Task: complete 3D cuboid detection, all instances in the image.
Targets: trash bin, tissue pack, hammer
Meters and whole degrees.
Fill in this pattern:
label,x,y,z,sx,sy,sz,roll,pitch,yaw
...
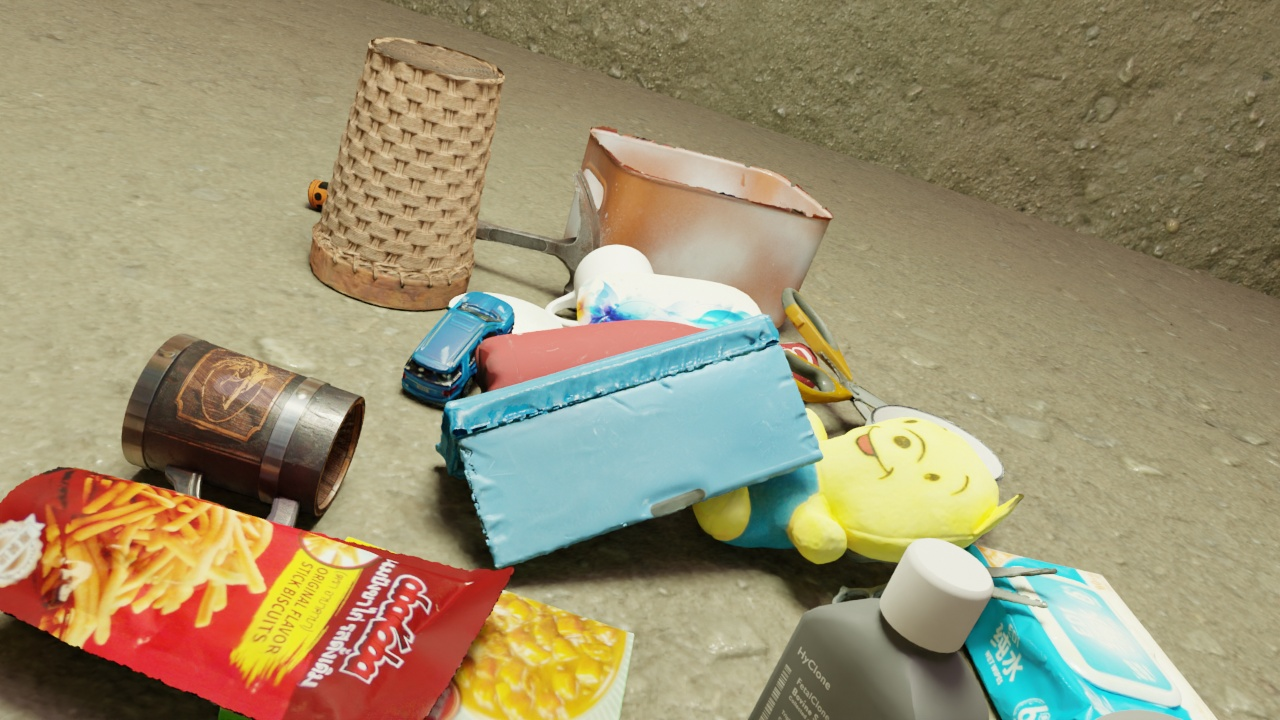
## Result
label,x,y,z,sx,sy,sz,roll,pitch,yaw
trash bin,-0.210,-0.171,0.835,0.151,0.210,0.151,15,25,-7
tissue pack,0.275,0.193,0.591,0.117,0.066,0.209,15,22,-9
trash bin,0.054,-0.145,1.041,0.259,0.158,0.181,9,25,-24
hammer,-0.193,-0.152,0.943,0.314,0.138,0.034,13,25,8

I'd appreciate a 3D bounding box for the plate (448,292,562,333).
label,x,y,z,sx,sy,sz,roll,pitch,yaw
plate,-0.121,-0.027,0.817,0.104,0.026,0.104,15,24,-7

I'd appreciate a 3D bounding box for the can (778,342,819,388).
label,x,y,z,sx,sy,sz,roll,pitch,yaw
can,0.126,0.012,0.881,0.096,0.054,0.054,-7,35,-45

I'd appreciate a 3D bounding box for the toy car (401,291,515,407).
label,x,y,z,sx,sy,sz,roll,pitch,yaw
toy car,-0.140,-0.014,0.723,0.056,0.044,0.119,22,42,8

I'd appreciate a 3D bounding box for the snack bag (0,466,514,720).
label,x,y,z,sx,sy,sz,roll,pitch,yaw
snack bag,-0.178,0.109,0.417,0.208,0.067,0.138,18,19,8

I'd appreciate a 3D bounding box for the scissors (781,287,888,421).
label,x,y,z,sx,sy,sz,roll,pitch,yaw
scissors,0.183,0.010,0.870,0.225,0.016,0.228,22,36,-37

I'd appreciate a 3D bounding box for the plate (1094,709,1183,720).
label,x,y,z,sx,sy,sz,roll,pitch,yaw
plate,0.282,0.256,0.441,0.178,0.012,0.178,12,46,-13

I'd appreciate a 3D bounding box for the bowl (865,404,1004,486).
label,x,y,z,sx,sy,sz,roll,pitch,yaw
bowl,0.236,0.094,0.770,0.116,0.066,0.116,16,24,-7

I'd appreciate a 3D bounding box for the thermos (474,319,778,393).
label,x,y,z,sx,sy,sz,roll,pitch,yaw
thermos,-0.004,0.004,0.710,0.239,0.073,0.073,-8,32,-19

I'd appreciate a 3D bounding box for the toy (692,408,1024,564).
label,x,y,z,sx,sy,sz,roll,pitch,yaw
toy,0.141,0.088,0.647,0.214,0.084,0.148,1,31,5

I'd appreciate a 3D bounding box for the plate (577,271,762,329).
label,x,y,z,sx,sy,sz,roll,pitch,yaw
plate,0.040,-0.006,0.799,0.186,0.016,0.186,5,52,-20

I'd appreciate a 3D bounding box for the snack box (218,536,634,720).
label,x,y,z,sx,sy,sz,roll,pitch,yaw
snack box,-0.091,0.156,0.444,0.168,0.027,0.131,18,24,0

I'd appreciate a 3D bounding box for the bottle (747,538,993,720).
label,x,y,z,sx,sy,sz,roll,pitch,yaw
bottle,0.099,0.156,0.401,0.046,0.174,0.083,2,29,-34

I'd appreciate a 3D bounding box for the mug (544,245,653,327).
label,x,y,z,sx,sy,sz,roll,pitch,yaw
mug,-0.036,-0.051,0.887,0.114,0.081,0.087,-15,36,0

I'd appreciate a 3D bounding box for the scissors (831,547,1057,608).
label,x,y,z,sx,sy,sz,roll,pitch,yaw
scissors,0.195,0.140,0.626,0.141,0.014,0.147,-16,18,3

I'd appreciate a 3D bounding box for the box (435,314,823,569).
label,x,y,z,sx,sy,sz,roll,pitch,yaw
box,-0.007,0.058,0.607,0.231,0.094,0.112,-16,74,-20

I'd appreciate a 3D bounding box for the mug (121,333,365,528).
label,x,y,z,sx,sy,sz,roll,pitch,yaw
mug,-0.230,0.053,0.522,0.107,0.080,0.115,18,52,-4
